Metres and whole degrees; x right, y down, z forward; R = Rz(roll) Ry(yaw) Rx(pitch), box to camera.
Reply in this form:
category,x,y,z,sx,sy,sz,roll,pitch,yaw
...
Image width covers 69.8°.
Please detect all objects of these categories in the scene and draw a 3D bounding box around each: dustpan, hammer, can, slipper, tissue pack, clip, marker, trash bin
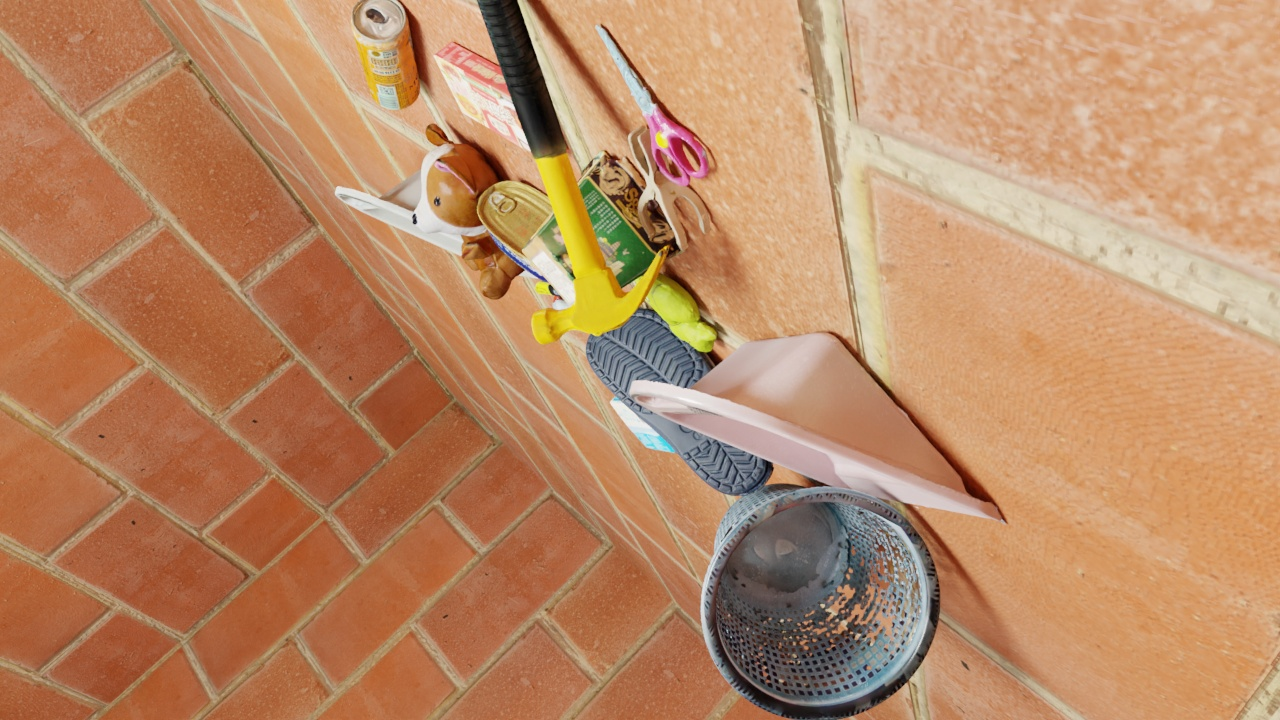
category,x,y,z,sx,sy,sz,roll,pitch,yaw
dustpan,-0.290,-0.176,1.290,0.258,0.142,0.223,55,164,-22
hammer,-0.070,-0.164,0.728,0.032,0.129,0.301,-54,-53,-69
can,-0.118,-0.142,1.025,0.148,0.074,0.049,37,166,28
slipper,0.052,0.040,0.998,0.253,0.105,0.095,46,-172,18
dustpan,0.127,0.080,0.793,0.273,0.138,0.223,50,165,-7
tissue pack,0.023,0.069,1.199,0.090,0.063,0.140,51,164,-10
clip,0.013,-0.138,0.749,0.102,0.035,0.094,55,163,-12
can,-0.275,-0.332,0.998,0.058,0.058,0.146,46,165,4
marker,-0.116,-0.095,1.256,0.018,0.015,0.124,58,161,-23
trash bin,0.162,0.219,0.945,0.226,0.226,0.195,49,-179,-7

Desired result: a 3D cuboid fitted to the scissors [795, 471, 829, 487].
category,x,y,z,sx,sy,sz,roll,pitch,yaw
scissors,0.148,0.108,1.035,0.166,0.012,0.155,41,165,1

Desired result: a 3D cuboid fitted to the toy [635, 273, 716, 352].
category,x,y,z,sx,sy,sz,roll,pitch,yaw
toy,0.036,-0.051,0.915,0.097,0.031,0.100,29,161,39

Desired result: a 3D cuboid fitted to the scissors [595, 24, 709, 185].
category,x,y,z,sx,sy,sz,roll,pitch,yaw
scissors,0.005,-0.188,0.676,0.054,0.017,0.133,-10,119,56

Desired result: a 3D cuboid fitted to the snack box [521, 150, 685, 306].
category,x,y,z,sx,sy,sz,roll,pitch,yaw
snack box,-0.041,-0.108,0.834,0.118,0.105,0.118,50,166,-9

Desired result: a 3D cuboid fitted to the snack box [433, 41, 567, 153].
category,x,y,z,sx,sy,sz,roll,pitch,yaw
snack box,-0.136,-0.250,0.887,0.153,0.025,0.075,36,162,35

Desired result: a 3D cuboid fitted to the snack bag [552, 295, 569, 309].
category,x,y,z,sx,sy,sz,roll,pitch,yaw
snack bag,-0.097,-0.065,1.254,0.104,0.026,0.048,15,122,61

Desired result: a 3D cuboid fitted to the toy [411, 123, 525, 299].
category,x,y,z,sx,sy,sz,roll,pitch,yaw
toy,-0.210,-0.180,1.116,0.140,0.130,0.200,51,164,46
